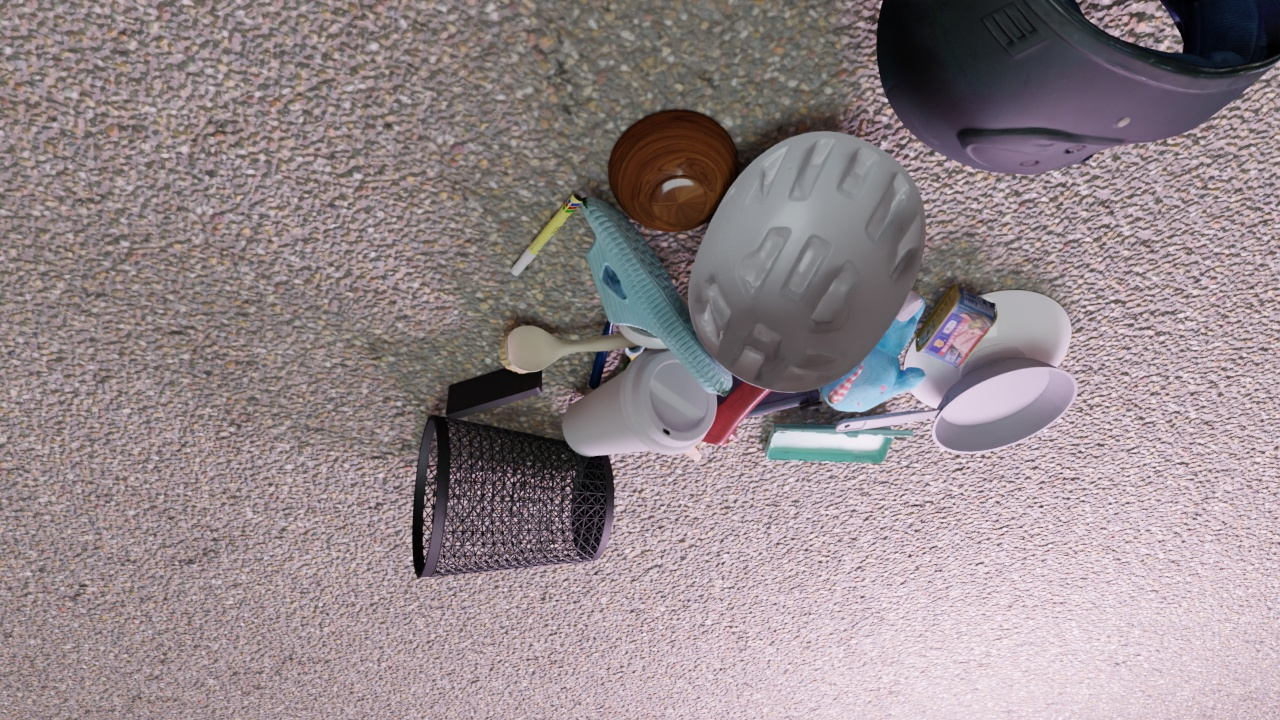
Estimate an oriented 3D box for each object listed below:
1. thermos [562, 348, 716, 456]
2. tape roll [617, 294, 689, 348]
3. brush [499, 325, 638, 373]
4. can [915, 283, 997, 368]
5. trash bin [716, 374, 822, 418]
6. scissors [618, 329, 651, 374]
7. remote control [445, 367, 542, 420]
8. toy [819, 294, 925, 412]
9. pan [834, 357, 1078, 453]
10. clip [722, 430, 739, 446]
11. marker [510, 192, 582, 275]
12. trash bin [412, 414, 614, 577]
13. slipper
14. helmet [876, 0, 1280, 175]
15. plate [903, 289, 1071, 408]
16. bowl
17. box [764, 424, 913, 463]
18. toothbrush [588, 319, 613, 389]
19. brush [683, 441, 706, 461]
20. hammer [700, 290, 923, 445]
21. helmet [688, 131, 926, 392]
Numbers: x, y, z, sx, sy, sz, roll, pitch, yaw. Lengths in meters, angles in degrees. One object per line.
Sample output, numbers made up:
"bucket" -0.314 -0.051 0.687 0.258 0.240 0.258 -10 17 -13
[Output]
"thermos" -0.013 0.067 1.181 0.131 0.131 0.222 25 154 -26
"tape roll" 0.019 -0.053 1.126 0.094 0.093 0.019 1 135 -6
"brush" -0.045 -0.022 1.157 0.272 0.077 0.062 -5 95 3
"can" 0.408 -0.043 1.188 0.059 0.053 0.100 25 127 -3
"trash bin" 0.147 0.031 1.206 0.161 0.092 0.094 -14 89 6
"scissors" -0.016 0.005 1.235 0.071 0.014 0.131 28 124 -28
"remote control" -0.194 0.038 1.219 0.133 0.058 0.013 -16 133 12
"toy" 0.309 -0.003 1.174 0.181 0.115 0.183 -51 162 21
"pan" 0.424 0.066 1.252 0.356 0.050 0.201 -1 141 -14
"clip" 0.124 0.104 1.337 0.044 0.023 0.060 -14 135 2
"marker" -0.112 -0.146 1.080 0.014 0.014 0.133 28 125 -28
"trash bin" -0.178 0.193 1.277 0.243 0.216 0.218 6 133 -20
"slipper" 0.008 -0.065 1.046 0.070 0.115 0.276 -34 95 20
"helmet" 0.369 -0.288 0.839 0.316 0.248 0.236 7 161 -15
"plate" 0.482 0.001 1.264 0.229 0.030 0.230 -3 134 -3
"bowl" 0.039 -0.193 1.011 0.147 0.068 0.147 -3 134 -3
"box" 0.285 0.114 1.340 0.187 0.057 0.138 2 151 -9
"toothbrush" -0.043 -0.031 1.194 0.016 0.017 0.190 10 132 -8
"brush" 0.052 0.094 1.302 0.039 0.049 0.117 -39 128 -1
"hammer" 0.184 -0.008 1.129 0.316 0.126 0.036 -44 153 14
"helmet" 0.181 -0.110 1.012 0.224 0.183 0.283 23 114 5
